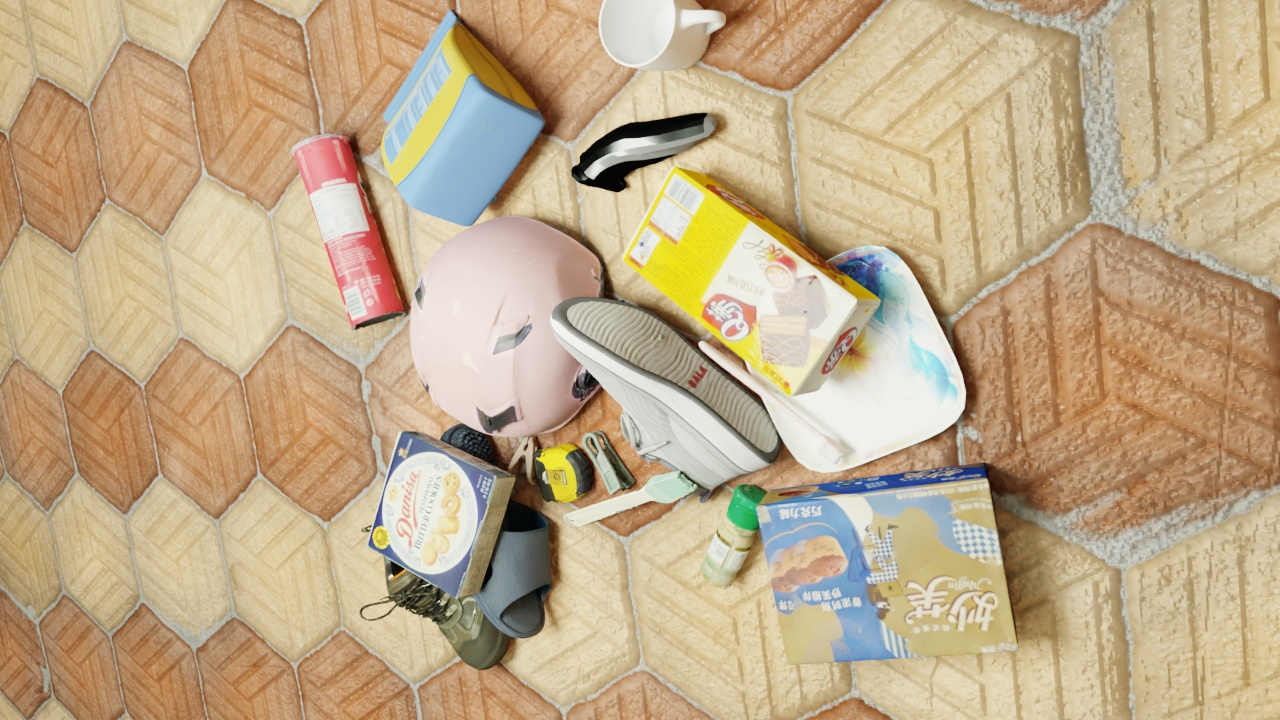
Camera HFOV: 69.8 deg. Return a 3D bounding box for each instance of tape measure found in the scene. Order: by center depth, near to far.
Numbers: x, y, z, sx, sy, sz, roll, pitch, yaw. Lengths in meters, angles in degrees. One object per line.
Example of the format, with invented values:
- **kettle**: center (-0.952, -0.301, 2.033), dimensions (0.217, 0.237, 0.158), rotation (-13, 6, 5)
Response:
- **tape measure**: center (-0.088, 0.129, 1.047), dimensions (0.064, 0.037, 0.065), rotation (-6, 96, 32)

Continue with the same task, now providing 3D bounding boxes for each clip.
- **clip**: center (-0.033, 0.112, 1.026), dimensions (0.023, 0.049, 0.078), rotation (-41, 61, 28)
- **clip**: center (-0.129, 0.118, 1.065), dimensions (0.040, 0.024, 0.060), rotation (16, 73, 25)

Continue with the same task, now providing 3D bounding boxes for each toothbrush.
- **toothbrush**: center (0.125, 0.038, 0.898), dimensions (0.181, 0.015, 0.018), rotation (40, 122, 18)

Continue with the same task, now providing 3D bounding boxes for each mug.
- **mug**: center (0.032, -0.315, 0.863), dimensions (0.114, 0.087, 0.081), rotation (5, 102, 30)

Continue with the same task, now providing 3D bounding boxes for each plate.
- **plate**: center (0.196, 0.001, 0.868), dimensions (0.187, 0.016, 0.187), rotation (-28, 85, 32)

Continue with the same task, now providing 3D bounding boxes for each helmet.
- **helmet**: center (-0.155, -0.023, 1.000), dimensions (0.230, 0.152, 0.256), rotation (24, 117, 21)

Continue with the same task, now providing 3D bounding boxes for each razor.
- **razor**: center (0.005, -0.216, 0.922), dimensions (0.157, 0.057, 0.060), rotation (-21, 120, 32)

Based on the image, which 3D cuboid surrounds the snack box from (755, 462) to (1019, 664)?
- **snack box**: center (0.223, 0.186, 0.836), dimensions (0.203, 0.069, 0.155), rotation (-10, 95, 20)

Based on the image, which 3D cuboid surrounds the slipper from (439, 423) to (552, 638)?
- **slipper**: center (-0.157, 0.192, 1.066), dimensions (0.083, 0.101, 0.263), rotation (-24, 83, 32)

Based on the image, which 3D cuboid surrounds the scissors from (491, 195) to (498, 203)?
- **scissors**: center (-0.214, -0.228, 1.070), dimensions (0.141, 0.013, 0.114), rotation (-2, 95, 32)

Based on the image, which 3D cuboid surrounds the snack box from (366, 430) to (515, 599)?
- **snack box**: center (-0.226, 0.170, 1.029), dimensions (0.145, 0.042, 0.144), rotation (20, 96, 26)

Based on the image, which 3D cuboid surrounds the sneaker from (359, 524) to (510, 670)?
- **sneaker**: center (-0.256, 0.279, 1.113), dimensions (0.101, 0.142, 0.238), rotation (-37, 81, 30)

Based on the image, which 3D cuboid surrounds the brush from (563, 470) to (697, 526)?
- **brush**: center (-0.019, 0.155, 0.995), dimensions (0.033, 0.012, 0.218), rotation (42, 140, -18)

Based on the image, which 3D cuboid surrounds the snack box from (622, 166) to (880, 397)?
- **snack box**: center (0.098, -0.076, 0.866), dimensions (0.230, 0.061, 0.110), rotation (41, 114, 26)

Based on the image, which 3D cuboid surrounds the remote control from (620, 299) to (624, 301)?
- **remote control**: center (-0.006, 0.006, 0.973), dimensions (0.030, 0.009, 0.140), rotation (-21, 100, 7)

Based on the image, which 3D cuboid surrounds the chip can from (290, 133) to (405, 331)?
- **chip can**: center (-0.359, -0.157, 1.133), dimensions (0.073, 0.073, 0.233), rotation (-18, 91, 32)

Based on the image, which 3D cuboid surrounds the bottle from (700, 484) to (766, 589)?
- **bottle**: center (0.098, 0.183, 0.947), dimensions (0.043, 0.043, 0.111), rotation (31, 114, 22)

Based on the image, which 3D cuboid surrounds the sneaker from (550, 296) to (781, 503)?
- **sneaker**: center (0.008, 0.041, 0.931), dimensions (0.263, 0.096, 0.129), rotation (38, 128, -3)

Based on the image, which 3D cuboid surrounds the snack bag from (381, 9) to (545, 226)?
- **snack bag**: center (-0.215, -0.274, 1.014), dimensions (0.159, 0.102, 0.205), rotation (-49, 53, 22)
